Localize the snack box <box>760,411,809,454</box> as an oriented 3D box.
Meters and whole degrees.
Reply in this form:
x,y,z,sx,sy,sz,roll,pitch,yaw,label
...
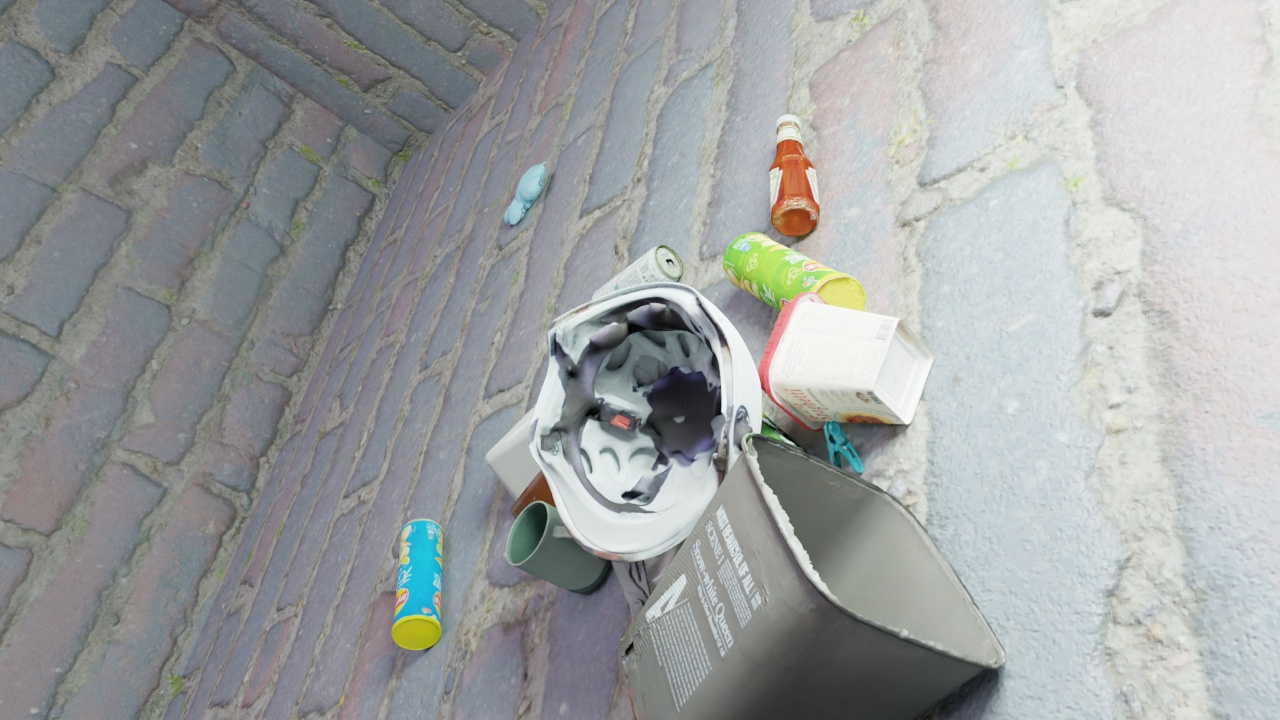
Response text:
x,y,z,sx,sy,sz,roll,pitch,yaw,label
0.115,0.125,0.913,0.114,0.063,0.240,-54,28,6,snack box

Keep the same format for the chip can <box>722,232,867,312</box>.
x,y,z,sx,sy,sz,roll,pitch,yaw,label
0.166,-0.090,1.037,0.072,0.072,0.221,-55,28,5,chip can

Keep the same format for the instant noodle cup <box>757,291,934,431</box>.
x,y,z,sx,sy,sz,roll,pitch,yaw,label
0.195,0.006,0.864,0.124,0.116,0.116,8,68,48,instant noodle cup

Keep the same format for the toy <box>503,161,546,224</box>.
x,y,z,sx,sy,sz,roll,pitch,yaw,label
-0.251,-0.368,2.014,0.156,0.049,0.161,-66,20,0,toy

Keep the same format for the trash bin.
x,y,z,sx,sy,sz,roll,pitch,yaw,label
0.111,0.210,0.709,0.220,0.198,0.198,-53,28,20,trash bin

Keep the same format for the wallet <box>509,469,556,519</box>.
x,y,z,sx,sy,sz,roll,pitch,yaw,label
-0.105,0.185,1.177,0.101,0.032,0.125,45,112,21,wallet

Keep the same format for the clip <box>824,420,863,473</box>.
x,y,z,sx,sy,sz,roll,pitch,yaw,label
0.187,0.082,0.861,0.013,0.055,0.034,-27,10,-37,clip

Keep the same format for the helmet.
x,y,z,sx,sy,sz,roll,pitch,yaw,label
0.021,0.061,0.884,0.230,0.145,0.258,-12,75,32,helmet

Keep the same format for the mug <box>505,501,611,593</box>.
x,y,z,sx,sy,sz,roll,pitch,yaw,label
-0.086,0.222,1.089,0.112,0.106,0.082,-26,41,46,mug

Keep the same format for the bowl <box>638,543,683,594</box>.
x,y,z,sx,sy,sz,roll,pitch,yaw,label
0.040,0.211,0.942,0.117,0.066,0.116,-38,34,32,bowl

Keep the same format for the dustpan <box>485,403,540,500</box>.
x,y,z,sx,sy,sz,roll,pitch,yaw,label
-0.103,0.125,1.321,0.223,0.142,0.256,-33,7,38,dustpan

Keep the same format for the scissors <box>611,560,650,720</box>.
x,y,z,sx,sy,sz,roll,pitch,yaw,label
0.014,0.258,0.894,0.214,0.015,0.197,23,101,40,scissors

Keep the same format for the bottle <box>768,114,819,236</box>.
x,y,z,sx,sy,sz,roll,pitch,yaw,label
0.192,-0.241,1.164,0.060,0.059,0.205,-35,35,36,bottle

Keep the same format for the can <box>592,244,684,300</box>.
x,y,z,sx,sy,sz,roll,pitch,yaw,label
-0.006,-0.111,1.349,0.147,0.058,0.058,-33,37,38,can

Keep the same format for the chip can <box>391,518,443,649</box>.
x,y,z,sx,sy,sz,roll,pitch,yaw,label
-0.342,0.341,1.420,0.071,0.071,0.210,-47,30,20,chip can
